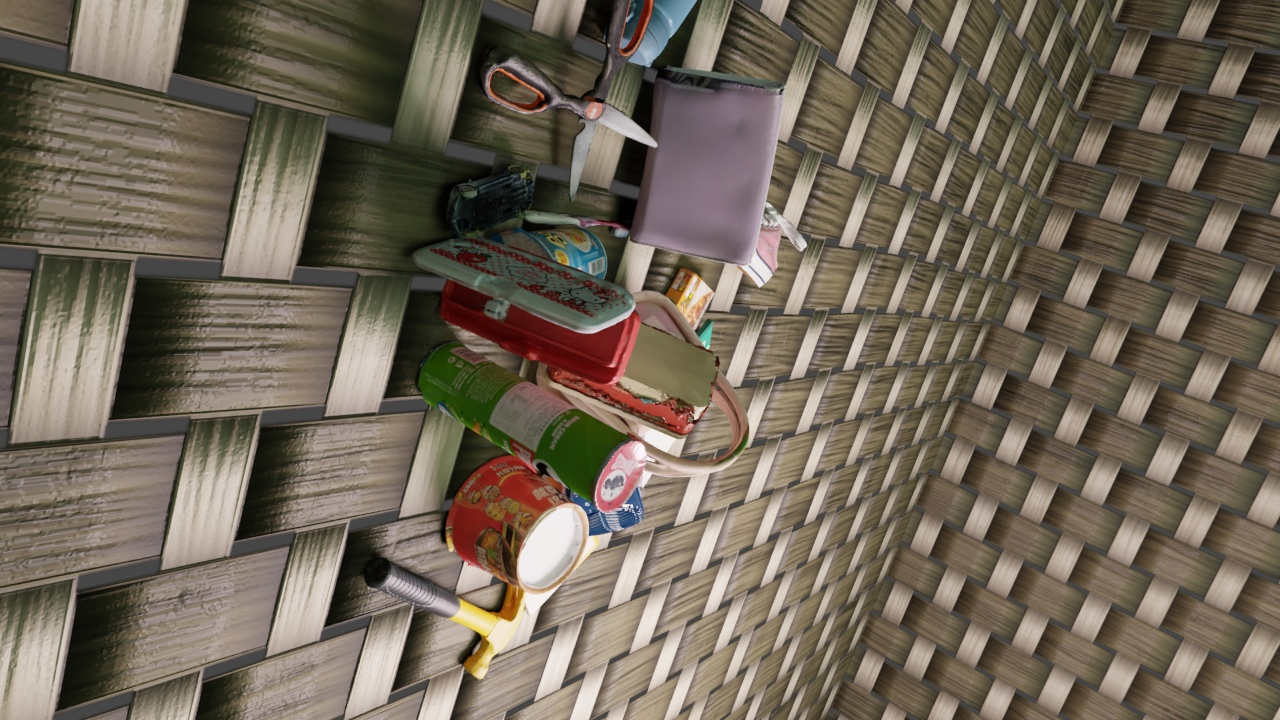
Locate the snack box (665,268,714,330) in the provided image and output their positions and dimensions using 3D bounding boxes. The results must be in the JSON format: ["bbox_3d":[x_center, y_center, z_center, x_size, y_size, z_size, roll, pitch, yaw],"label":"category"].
[{"bbox_3d":[0.041,-0.040,1.219,0.153,0.026,0.075,-62,149,-3],"label":"snack box"}]

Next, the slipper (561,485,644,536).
[{"bbox_3d":[-0.054,0.146,1.135,0.105,0.095,0.253,-11,152,-4],"label":"slipper"}]

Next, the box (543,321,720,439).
[{"bbox_3d":[-0.006,0.005,0.958,0.078,0.168,0.091,119,-9,-49],"label":"box"}]

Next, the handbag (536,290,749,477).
[{"bbox_3d":[0.018,0.041,1.036,0.192,0.234,0.094,-34,156,-37],"label":"handbag"}]

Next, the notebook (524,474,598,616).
[{"bbox_3d":[-0.115,0.224,1.191,0.145,0.010,0.207,-42,143,-33],"label":"notebook"}]

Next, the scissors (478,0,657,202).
[{"bbox_3d":[-0.052,-0.252,0.863,0.220,0.021,0.234,-4,129,-38],"label":"scissors"}]

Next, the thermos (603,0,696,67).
[{"bbox_3d":[0.041,-0.393,0.916,0.220,0.070,0.070,-58,149,-11],"label":"thermos"}]

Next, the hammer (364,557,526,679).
[{"bbox_3d":[-0.219,0.282,1.054,0.128,0.033,0.301,-57,149,-13],"label":"hammer"}]

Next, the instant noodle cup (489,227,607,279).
[{"bbox_3d":[-0.090,-0.092,0.922,0.109,0.099,0.099,-28,135,-55],"label":"instant noodle cup"}]

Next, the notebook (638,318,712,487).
[{"bbox_3d":[0.047,0.054,1.247,0.208,0.012,0.151,-50,153,-48],"label":"notebook"}]

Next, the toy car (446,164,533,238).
[{"bbox_3d":[-0.141,-0.149,0.853,0.105,0.031,0.049,-34,137,-43],"label":"toy car"}]

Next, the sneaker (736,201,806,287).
[{"bbox_3d":[0.144,-0.171,1.203,0.088,0.118,0.241,-47,156,5],"label":"sneaker"}]

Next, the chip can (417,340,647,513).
[{"bbox_3d":[-0.106,0.056,0.857,0.072,0.236,0.072,-37,141,-38],"label":"chip can"}]

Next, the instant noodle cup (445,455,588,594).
[{"bbox_3d":[-0.131,0.188,1.030,0.137,0.109,0.138,-26,126,-42],"label":"instant noodle cup"}]

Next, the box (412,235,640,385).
[{"bbox_3d":[-0.107,-0.052,0.807,0.100,0.201,0.095,8,103,-65],"label":"box"}]

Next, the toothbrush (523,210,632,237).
[{"bbox_3d":[-0.065,-0.146,0.989,0.187,0.016,0.017,-6,127,-56],"label":"toothbrush"}]

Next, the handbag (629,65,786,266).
[{"bbox_3d":[0.075,-0.217,1.023,0.098,0.145,0.197,-71,170,-67],"label":"handbag"}]
